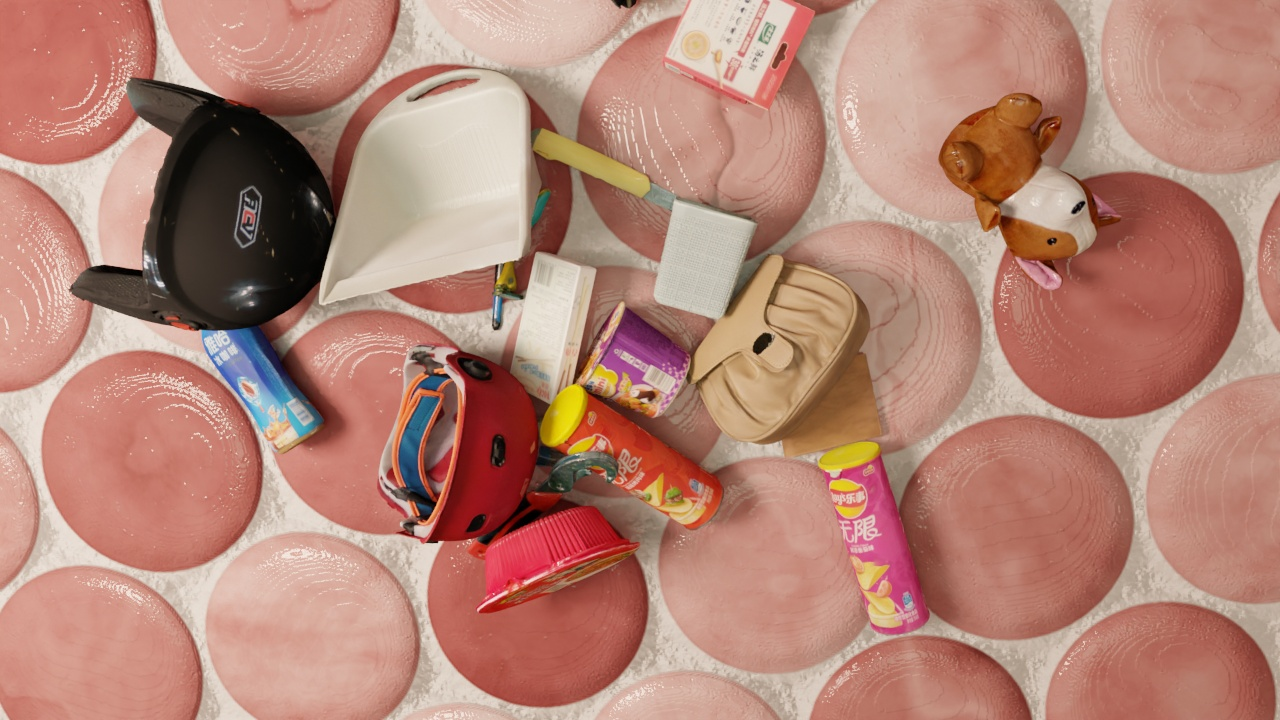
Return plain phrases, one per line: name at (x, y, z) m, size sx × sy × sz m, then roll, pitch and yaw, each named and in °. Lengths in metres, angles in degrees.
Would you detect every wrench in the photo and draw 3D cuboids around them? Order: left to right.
wrench at (-0.119, 0.165, 1.016) m, size 0.056 × 0.016 × 0.274 m, roll 31°, pitch 133°, yaw -23°

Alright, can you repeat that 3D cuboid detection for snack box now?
snack box at (-0.099, -0.037, 1.021) m, size 0.026 × 0.085 × 0.157 m, roll 3°, pitch 104°, yaw -43°
snack box at (0.103, -0.343, 0.978) m, size 0.127 × 0.044 × 0.113 m, roll 26°, pitch 99°, yaw 0°

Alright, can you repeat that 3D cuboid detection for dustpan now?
dustpan at (-0.212, -0.196, 0.936) m, size 0.223 × 0.257 × 0.143 m, roll -11°, pitch 118°, yaw 15°

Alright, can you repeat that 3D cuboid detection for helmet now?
helmet at (-0.424, -0.143, 0.927) m, size 0.230 × 0.275 × 0.233 m, roll 13°, pitch 90°, yaw -28°
helmet at (-0.178, 0.096, 0.981) m, size 0.143 × 0.240 × 0.207 m, roll 10°, pitch 103°, yaw -31°

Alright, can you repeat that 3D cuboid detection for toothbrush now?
toothbrush at (-0.158, -0.127, 1.040) m, size 0.014 × 0.016 × 0.189 m, roll 8°, pitch 100°, yaw 7°

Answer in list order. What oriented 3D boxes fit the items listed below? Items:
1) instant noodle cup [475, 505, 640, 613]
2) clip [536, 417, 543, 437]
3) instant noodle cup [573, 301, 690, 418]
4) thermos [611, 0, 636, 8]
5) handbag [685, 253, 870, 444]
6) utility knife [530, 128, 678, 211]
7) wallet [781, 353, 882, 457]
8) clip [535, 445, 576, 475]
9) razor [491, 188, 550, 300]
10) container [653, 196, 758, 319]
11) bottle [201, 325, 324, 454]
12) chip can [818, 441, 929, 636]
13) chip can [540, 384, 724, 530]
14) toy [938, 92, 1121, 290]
instant noodle cup at (-0.099, 0.216, 1.020) m, size 0.194 × 0.194 × 0.066 m, roll -26°, pitch 73°, yaw 6°
clip at (-0.073, 0.082, 1.067) m, size 0.103 × 0.092 × 0.035 m, roll 10°, pitch 102°, yaw 37°
instant noodle cup at (-0.006, 0.006, 1.014) m, size 0.099 × 0.111 × 0.112 m, roll 29°, pitch 99°, yaw -12°
thermos at (0.001, -0.437, 0.949) m, size 0.143 × 0.093 × 0.093 m, roll -40°, pitch 95°, yaw 1°
handbag at (0.142, -0.013, 0.990) m, size 0.148 × 0.099 × 0.204 m, roll 40°, pitch 99°, yaw 28°
utility knife at (-0.039, -0.210, 1.019) m, size 0.196 × 0.020 × 0.031 m, roll 25°, pitch 103°, yaw 0°
wallet at (0.211, 0.052, 1.050) m, size 0.115 × 0.020 × 0.101 m, roll -12°, pitch 97°, yaw 2°
clip at (-0.094, 0.119, 1.073) m, size 0.058 × 0.026 × 0.039 m, roll 14°, pitch 111°, yaw -8°
razor at (-0.132, -0.132, 1.031) m, size 0.028 × 0.043 × 0.132 m, roll 25°, pitch 97°, yaw 31°
container at (0.066, -0.111, 0.996) m, size 0.090 × 0.090 × 0.111 m, roll 15°, pitch 104°, yaw -1°
bottle at (-0.449, 0.003, 1.049) m, size 0.065 × 0.065 × 0.218 m, roll -33°, pitch 96°, yaw 7°
chip can at (0.267, 0.202, 1.044) m, size 0.071 × 0.071 × 0.210 m, roll -18°, pitch 98°, yaw 5°
chip can at (-0.007, 0.110, 1.004) m, size 0.216 × 0.073 × 0.073 m, roll 36°, pitch 100°, yaw -27°
toy at (0.409, -0.179, 0.958) m, size 0.140 × 0.130 × 0.199 m, roll -42°, pitch 105°, yaw 2°
